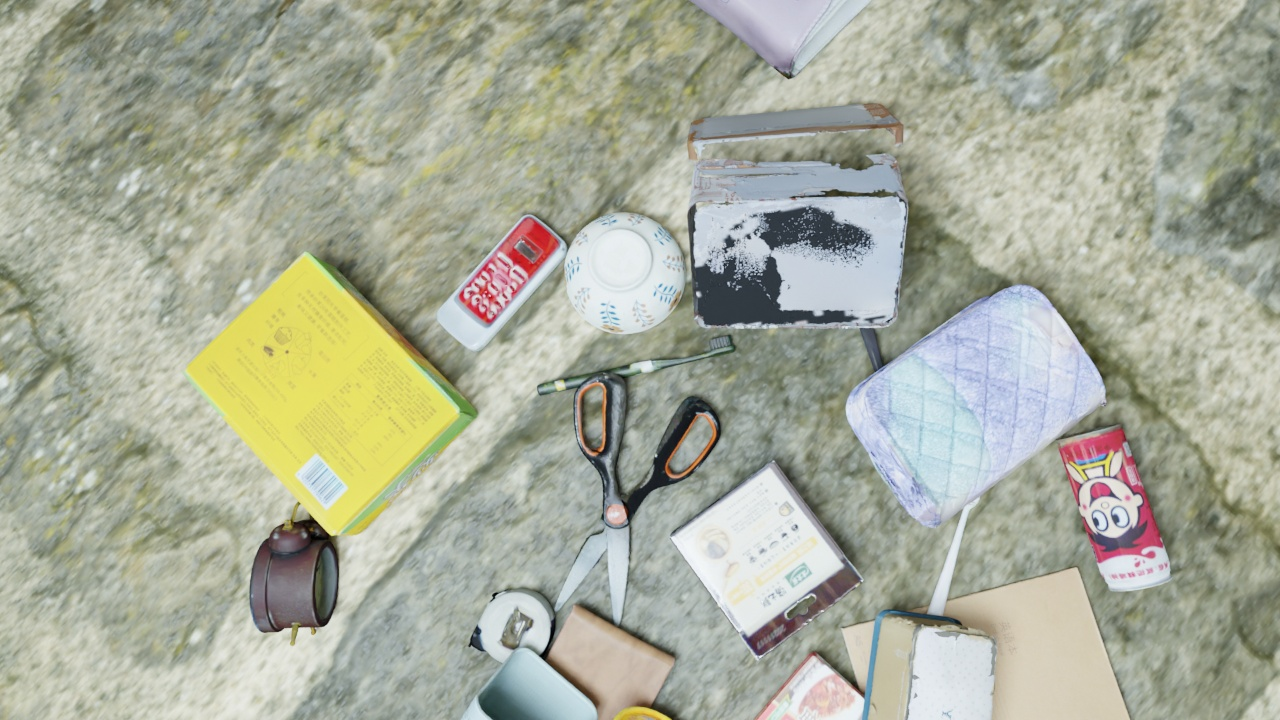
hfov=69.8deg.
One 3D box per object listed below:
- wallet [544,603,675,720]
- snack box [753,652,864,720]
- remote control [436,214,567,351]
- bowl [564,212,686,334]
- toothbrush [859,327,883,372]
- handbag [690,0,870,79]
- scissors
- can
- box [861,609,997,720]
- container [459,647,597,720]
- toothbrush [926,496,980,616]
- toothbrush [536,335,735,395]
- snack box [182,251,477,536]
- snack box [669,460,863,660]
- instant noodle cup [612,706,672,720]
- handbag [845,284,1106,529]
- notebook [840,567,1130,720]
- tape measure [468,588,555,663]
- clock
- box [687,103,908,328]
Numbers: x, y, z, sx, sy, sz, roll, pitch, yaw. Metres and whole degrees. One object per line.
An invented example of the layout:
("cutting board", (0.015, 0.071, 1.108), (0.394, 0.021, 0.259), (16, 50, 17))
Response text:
("wallet", (-0.040, 0.286, 0.798), (0.101, 0.020, 0.115), (27, 90, 4))
("snack box", (0.126, 0.329, 0.775), (0.075, 0.025, 0.153), (41, 89, 13))
("remote control", (-0.129, -0.073, 0.857), (0.056, 0.020, 0.136), (41, 86, 7))
("bowl", (-0.016, -0.085, 0.831), (0.113, 0.062, 0.113), (-1, 80, 4))
("toothbrush", (0.212, 0.001, 0.827), (0.015, 0.018, 0.181), (-14, 79, 1))
("handbag", (0.111, -0.377, 0.849), (0.197, 0.098, 0.145), (42, 92, 9))
("scissors", (-0.007, 0.117, 0.819), (0.210, 0.022, 0.221), (-18, 86, -1))
("can", (0.400, 0.124, 0.776), (0.053, 0.053, 0.132), (-15, 81, 1))
("box", (0.229, 0.286, 0.737), (0.089, 0.060, 0.184), (14, 80, -17))
("container", (-0.110, 0.317, 0.752), (0.090, 0.089, 0.112), (39, 112, 7))
("toothbrush", (0.264, 0.187, 0.789), (0.016, 0.016, 0.180), (20, 80, 8))
("toothbrush", (-0.005, 0.005, 0.842), (0.186, 0.012, 0.017), (-13, 75, 2))
("snack box", (-0.276, 0.030, 0.828), (0.210, 0.070, 0.157), (44, 87, 9))
("snack box", (0.106, 0.169, 0.790), (0.113, 0.053, 0.125), (-36, 82, -2))
("instant noodle cup", (-0.009, 0.363, 0.737), (0.118, 0.118, 0.114), (42, 105, 8))
("handbag", (0.281, 0.034, 0.777), (0.193, 0.076, 0.134), (-33, 85, -9))
("notebook", (0.294, 0.277, 0.784), (0.211, 0.012, 0.149), (-15, 80, 2))
("tape measure", (-0.109, 0.234, 0.806), (0.066, 0.033, 0.066), (25, 85, 5))
("clock", (-0.301, 0.182, 0.803), (0.055, 0.082, 0.122), (0, 83, -1))
("box", (0.131, -0.145, 0.811), (0.183, 0.157, 0.192), (0, 38, 8))
